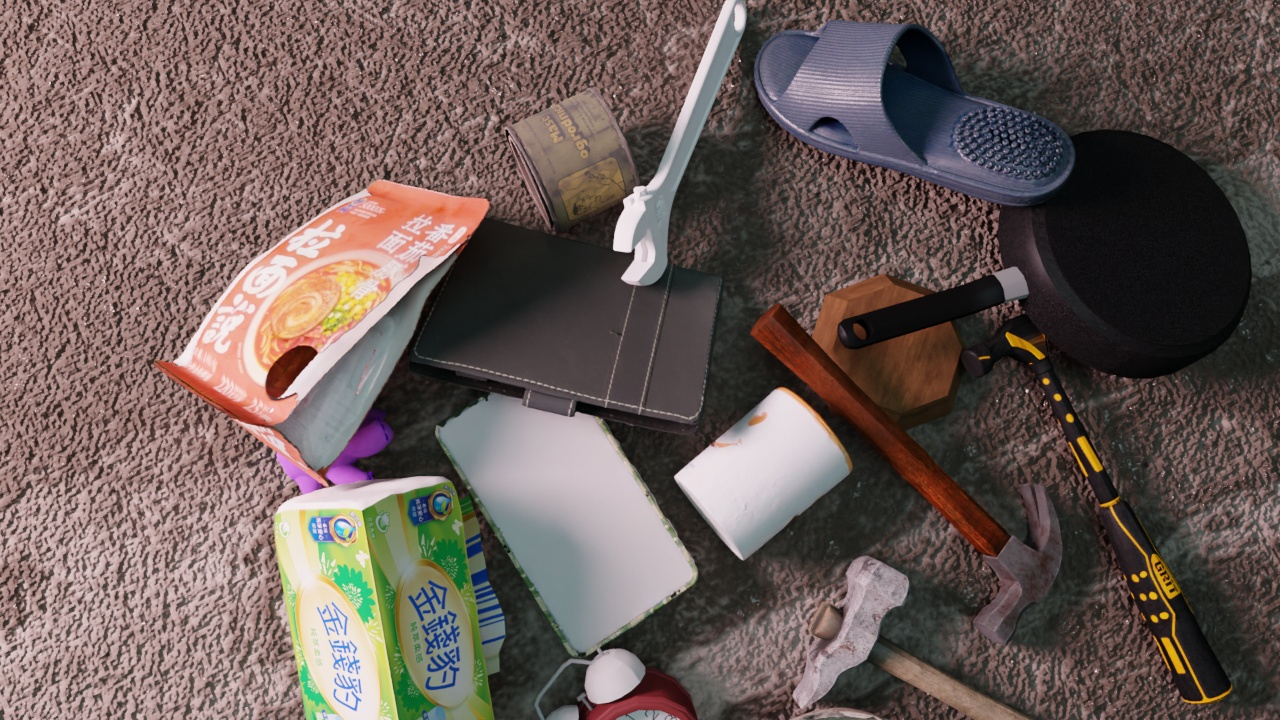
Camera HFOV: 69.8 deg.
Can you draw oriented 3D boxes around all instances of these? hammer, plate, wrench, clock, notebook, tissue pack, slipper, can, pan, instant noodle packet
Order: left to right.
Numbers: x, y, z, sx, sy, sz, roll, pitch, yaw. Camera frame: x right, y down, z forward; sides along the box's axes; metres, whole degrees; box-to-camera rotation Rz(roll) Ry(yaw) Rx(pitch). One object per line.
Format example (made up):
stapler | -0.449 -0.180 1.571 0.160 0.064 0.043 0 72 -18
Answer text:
instant noodle packet | -0.215 -0.041 0.659 0.164 0.084 0.220 19 65 43
tissue pack | -0.151 0.174 0.632 0.120 0.141 0.198 0 97 36
can | -0.053 -0.152 0.704 0.074 0.090 0.090 -26 83 -7
notebook | -0.048 -0.028 0.681 0.209 0.030 0.169 12 49 3
clock | -0.010 0.264 0.648 0.137 0.048 0.096 39 91 -11
wrench | 0.037 -0.179 0.718 0.018 0.066 0.272 10 67 27
plate | 0.198 -0.008 0.724 0.131 0.025 0.131 0 81 -2
slipper | 0.201 -0.201 0.698 0.264 0.082 0.101 29 75 20
hammer | 0.198 0.070 0.684 0.300 0.028 0.111 44 76 -7
hammer | 0.268 0.267 0.678 0.319 0.049 0.121 29 85 0
pan | 0.313 -0.068 0.699 0.355 0.044 0.204 -16 77 -16
hammer | 0.364 0.108 0.706 0.123 0.036 0.320 -23 84 -21

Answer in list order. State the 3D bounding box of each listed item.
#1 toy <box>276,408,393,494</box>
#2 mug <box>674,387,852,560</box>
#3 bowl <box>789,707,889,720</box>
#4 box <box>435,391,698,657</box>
toy | -0.232 0.057 0.684 0.088 0.056 0.106 -37 75 -4
mug | 0.090 0.083 0.678 0.105 0.082 0.082 -39 85 -6
bowl | 0.134 0.325 0.641 0.178 0.081 0.178 0 87 1
box | -0.055 0.106 0.687 0.117 0.050 0.205 -34 83 -4
